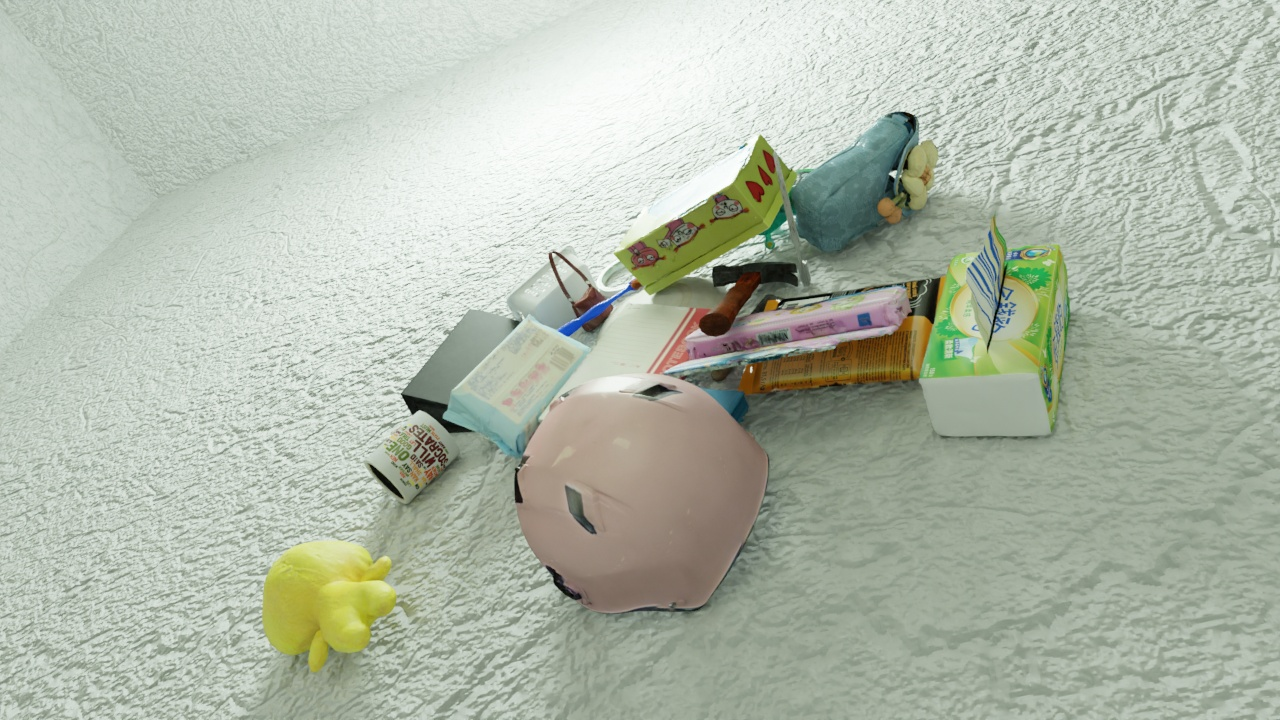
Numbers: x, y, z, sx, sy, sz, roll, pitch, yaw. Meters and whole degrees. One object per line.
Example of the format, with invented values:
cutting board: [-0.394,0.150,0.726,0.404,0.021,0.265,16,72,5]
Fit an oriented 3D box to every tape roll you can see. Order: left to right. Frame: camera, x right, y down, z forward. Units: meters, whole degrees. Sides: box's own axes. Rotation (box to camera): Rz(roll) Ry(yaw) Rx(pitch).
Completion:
tape roll: [-0.019,-0.124,1.330,0.093,0.013,0.092,-19,34,13]

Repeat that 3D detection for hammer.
hammer: [0.112,-0.075,1.038,0.111,0.028,0.300,-3,15,17]

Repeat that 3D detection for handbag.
handbag: [-0.181,0.021,1.221,0.196,0.072,0.175,6,45,27]
handbag: [-0.088,-0.100,1.246,0.029,0.119,0.055,-5,37,52]
handbag: [0.284,-0.211,1.131,0.191,0.122,0.118,-37,54,-13]

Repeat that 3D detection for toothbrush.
toothbrush: [-0.065,-0.062,1.232,0.182,0.016,0.018,-35,15,-16]
toothbrush: [0.179,-0.166,1.080,0.010,0.182,0.010,1,39,30]

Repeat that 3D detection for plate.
plate: [0.022,-0.059,1.192,0.189,0.027,0.188,-20,33,13]

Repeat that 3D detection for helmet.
helmet: [-0.020,0.108,0.854,0.256,0.152,0.229,14,65,45]

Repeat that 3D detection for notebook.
notebook: [-0.006,0.006,1.067,0.153,0.012,0.208,6,47,37]

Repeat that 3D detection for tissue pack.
tissue pack: [-0.144,0.034,1.126,0.112,0.070,0.181,30,60,19]
tissue pack: [0.323,-0.045,0.839,0.120,0.141,0.197,-8,37,29]

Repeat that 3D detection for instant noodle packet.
instant noodle packet: [0.222,-0.027,0.992,0.221,0.032,0.159,-7,40,30]

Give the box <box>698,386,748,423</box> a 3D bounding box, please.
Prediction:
box: [-0.014,0.091,1.007,0.232,0.033,0.174,3,44,39]

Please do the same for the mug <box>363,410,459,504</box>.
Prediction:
mug: [-0.287,0.122,1.142,0.089,0.073,0.105,-46,11,-26]

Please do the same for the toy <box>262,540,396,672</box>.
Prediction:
toy: [-0.329,0.251,0.966,0.208,0.092,0.133,9,51,41]

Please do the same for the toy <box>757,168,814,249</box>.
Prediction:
toy: [0.194,-0.203,1.229,0.193,0.072,0.131,-31,-3,-4]

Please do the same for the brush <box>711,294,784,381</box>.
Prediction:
brush: [0.127,-0.028,1.085,0.039,0.012,0.150,9,48,44]

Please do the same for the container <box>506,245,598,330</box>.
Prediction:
container: [-0.118,-0.093,1.301,0.129,0.081,0.049,-44,47,-19]

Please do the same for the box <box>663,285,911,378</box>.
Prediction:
box: [0.146,-0.026,0.927,0.231,0.035,0.159,-10,10,26]

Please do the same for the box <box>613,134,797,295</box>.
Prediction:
box: [0.080,-0.180,1.154,0.222,0.081,0.124,-24,27,42]
